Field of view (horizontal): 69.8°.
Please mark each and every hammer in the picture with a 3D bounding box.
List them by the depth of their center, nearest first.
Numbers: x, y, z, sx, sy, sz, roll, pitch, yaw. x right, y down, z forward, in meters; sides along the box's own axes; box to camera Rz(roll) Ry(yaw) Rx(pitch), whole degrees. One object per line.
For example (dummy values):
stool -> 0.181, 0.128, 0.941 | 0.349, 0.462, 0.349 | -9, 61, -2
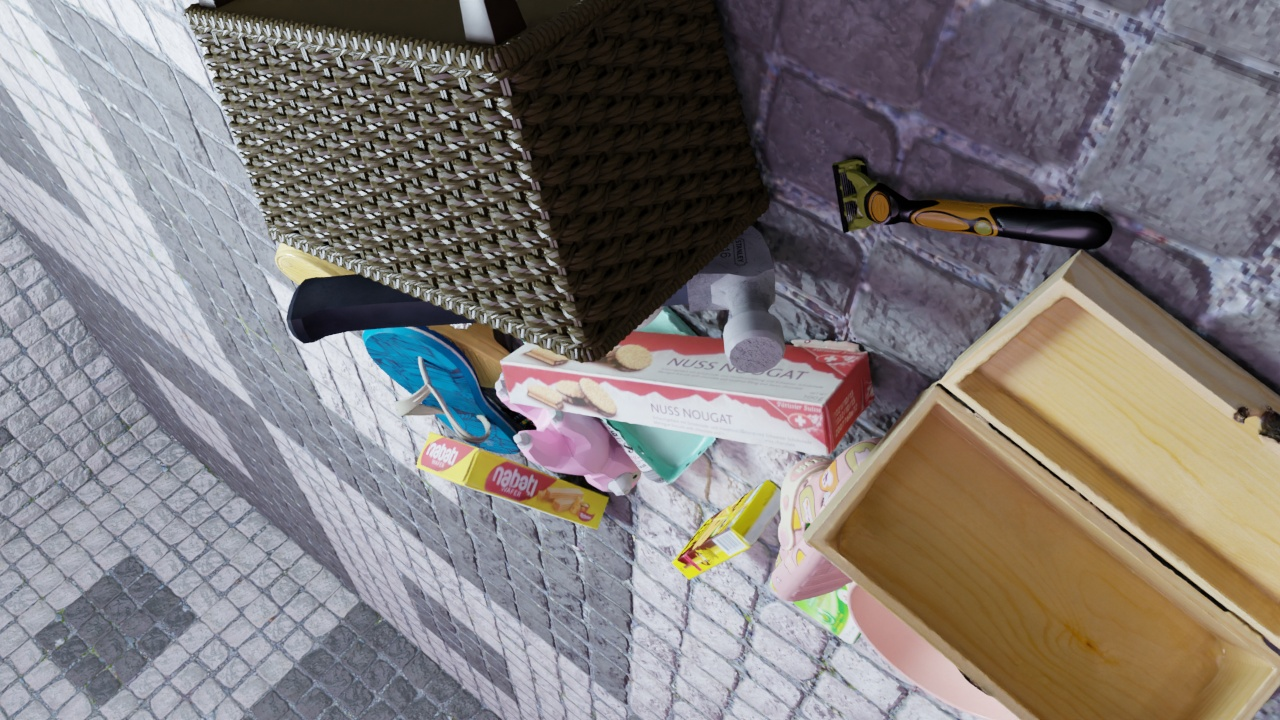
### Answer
hammer -> -0.072, -0.041, 0.586 | 0.312, 0.139, 0.035 | -5, 137, 5

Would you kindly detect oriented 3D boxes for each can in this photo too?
can -> -0.002, 0.062, 0.831 | 0.106, 0.043, 0.044 | 53, 150, -14

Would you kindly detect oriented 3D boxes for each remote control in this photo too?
remote control -> -0.164, 0.026, 1.013 | 0.140, 0.021, 0.046 | 44, 154, -8

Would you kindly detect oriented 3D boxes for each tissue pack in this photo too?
tissue pack -> 0.166, 0.196, 0.805 | 0.099, 0.034, 0.114 | 34, 147, 21

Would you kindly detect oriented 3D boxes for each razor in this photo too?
razor -> 0.166, -0.076, 0.473 | 0.144, 0.021, 0.044 | 16, 140, 37

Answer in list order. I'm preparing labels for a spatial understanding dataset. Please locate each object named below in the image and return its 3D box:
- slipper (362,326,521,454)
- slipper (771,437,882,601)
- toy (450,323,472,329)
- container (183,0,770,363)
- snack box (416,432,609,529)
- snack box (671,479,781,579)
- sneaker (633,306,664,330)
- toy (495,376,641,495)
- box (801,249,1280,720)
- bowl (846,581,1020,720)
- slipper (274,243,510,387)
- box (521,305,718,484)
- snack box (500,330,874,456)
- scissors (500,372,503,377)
slipper -> -0.210, 0.048, 0.969 | 0.118, 0.060, 0.295 | 11, 155, 22
slipper -> 0.147, 0.108, 0.679 | 0.198, 0.093, 0.081 | 106, 147, -50
toy -> -0.165, -0.079, 0.810 | 0.096, 0.041, 0.109 | -28, 109, 30
container -> -0.110, -0.168, 0.547 | 0.321, 0.176, 0.205 | 21, 140, 35
snack box -> -0.135, 0.132, 0.994 | 0.092, 0.042, 0.200 | 11, 168, 45
snack box -> 0.078, 0.157, 0.834 | 0.025, 0.061, 0.149 | 43, 151, 3
sneaker -> -0.088, -0.074, 0.706 | 0.245, 0.091, 0.097 | 27, 141, 23
toy -> -0.060, 0.064, 0.865 | 0.157, 0.067, 0.123 | 33, -154, -53
box -> 0.259, 0.100, 0.510 | 0.247, 0.118, 0.253 | 39, 127, 8
bowl -> 0.233, 0.181, 0.658 | 0.153, 0.076, 0.153 | 32, 150, 22
slipper -> -0.227, -0.061, 0.915 | 0.263, 0.078, 0.100 | 31, 156, -22
box -> -0.001, 0.001, 0.758 | 0.187, 0.055, 0.139 | 45, 123, 0
snack box -> 0.023, 0.012, 0.659 | 0.273, 0.076, 0.044 | 7, 121, 36
scissors -> -0.103, 0.058, 0.924 | 0.127, 0.013, 0.125 | 58, -179, -38
